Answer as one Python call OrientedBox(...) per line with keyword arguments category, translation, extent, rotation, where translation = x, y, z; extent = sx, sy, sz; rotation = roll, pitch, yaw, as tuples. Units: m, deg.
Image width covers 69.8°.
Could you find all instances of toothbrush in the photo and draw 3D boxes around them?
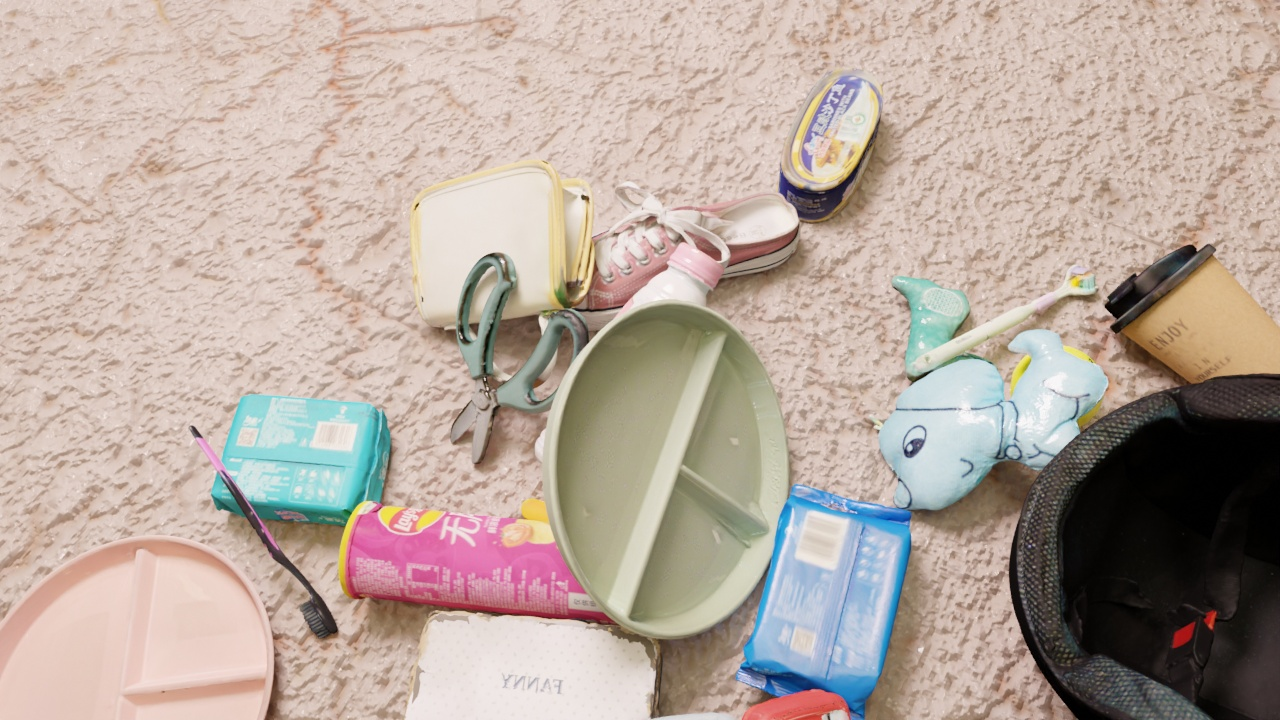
OrientedBox(category="toothbrush", translation=(-0.285, 0.128, 0.685), extent=(0.018, 0.014, 0.189), rotation=(-35, 90, -1))
OrientedBox(category="toothbrush", translation=(0.294, -0.033, 0.736), extent=(0.189, 0.020, 0.029), rotation=(-25, 68, -19))

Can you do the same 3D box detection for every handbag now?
OrientedBox(category="handbag", translation=(-0.112, -0.063, 0.758), extent=(0.164, 0.063, 0.178), rotation=(-5, 84, 34))

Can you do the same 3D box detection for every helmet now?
OrientedBox(category="helmet", translation=(0.358, 0.144, 0.539), extent=(0.275, 0.230, 0.233), rotation=(27, 82, 18))

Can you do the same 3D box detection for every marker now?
OrientedBox(category="marker", translation=(-0.033, 0.131, 0.701), extent=(0.124, 0.015, 0.018), rotation=(16, 67, 10))

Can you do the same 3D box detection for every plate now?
OrientedBox(category="plate", translation=(0.023, 0.073, 0.634), extent=(0.028, 0.230, 0.229), rotation=(-7, 53, 47))
OrientedBox(category="plate", translation=(-0.374, 0.242, 0.665), extent=(0.229, 0.028, 0.229), rotation=(-2, 64, 4))

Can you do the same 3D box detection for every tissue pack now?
OrientedBox(category="tissue pack", translation=(0.131, 0.168, 0.645), extent=(0.095, 0.052, 0.156), rotation=(15, 65, 14))
OrientedBox(category="tissue pack", translation=(-0.269, 0.079, 0.727), extent=(0.133, 0.050, 0.093), rotation=(4, 66, 8))

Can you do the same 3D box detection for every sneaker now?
OrientedBox(category="sneaker", translation=(0.019, -0.098, 0.771), extent=(0.241, 0.088, 0.118), rotation=(-16, 62, 0))

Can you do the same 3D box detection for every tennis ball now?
OrientedBox(category="tennis ball", translation=(0.316, 0.021, 0.697), extent=(0.065, 0.065, 0.065), rotation=(-2, 62, 4))

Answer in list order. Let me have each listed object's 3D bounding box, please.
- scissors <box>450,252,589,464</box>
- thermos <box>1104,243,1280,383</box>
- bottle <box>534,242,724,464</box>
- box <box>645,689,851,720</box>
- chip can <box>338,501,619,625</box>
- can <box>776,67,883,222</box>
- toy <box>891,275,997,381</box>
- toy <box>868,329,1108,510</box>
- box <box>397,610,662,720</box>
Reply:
OrientedBox(category="scissors", translation=(-0.096, 0.010, 0.706), extent=(0.172, 0.019, 0.177), rotation=(16, 100, 34))
OrientedBox(category="thermos", translation=(0.435, -0.019, 0.700), extent=(0.093, 0.093, 0.143), rotation=(-36, 73, -13))
OrientedBox(category="bottle", translation=(-0.004, 0.004, 0.697), extent=(0.068, 0.068, 0.197), rotation=(33, 92, 19))
OrientedBox(category="box", translation=(0.073, 0.311, 0.549), extent=(0.160, 0.064, 0.201), rotation=(-7, 77, -9))
OrientedBox(category="chip can", translation=(-0.104, 0.148, 0.666), extent=(0.210, 0.071, 0.071), rotation=(4, 63, 6))
OrientedBox(category="can", translation=(0.172, -0.197, 0.831), extent=(0.075, 0.049, 0.147), rotation=(21, 67, 15))
OrientedBox(category="toy", translation=(0.245, -0.020, 0.747), extent=(0.096, 0.030, 0.091), rotation=(16, 70, 4))
OrientedBox(category="toy", translation=(0.246, 0.045, 0.677), extent=(0.156, 0.049, 0.161), rotation=(17, 81, 47))
OrientedBox(category="box", translation=(-0.077, 0.224, 0.630), extent=(0.184, 0.063, 0.089), rotation=(4, 63, 9))
